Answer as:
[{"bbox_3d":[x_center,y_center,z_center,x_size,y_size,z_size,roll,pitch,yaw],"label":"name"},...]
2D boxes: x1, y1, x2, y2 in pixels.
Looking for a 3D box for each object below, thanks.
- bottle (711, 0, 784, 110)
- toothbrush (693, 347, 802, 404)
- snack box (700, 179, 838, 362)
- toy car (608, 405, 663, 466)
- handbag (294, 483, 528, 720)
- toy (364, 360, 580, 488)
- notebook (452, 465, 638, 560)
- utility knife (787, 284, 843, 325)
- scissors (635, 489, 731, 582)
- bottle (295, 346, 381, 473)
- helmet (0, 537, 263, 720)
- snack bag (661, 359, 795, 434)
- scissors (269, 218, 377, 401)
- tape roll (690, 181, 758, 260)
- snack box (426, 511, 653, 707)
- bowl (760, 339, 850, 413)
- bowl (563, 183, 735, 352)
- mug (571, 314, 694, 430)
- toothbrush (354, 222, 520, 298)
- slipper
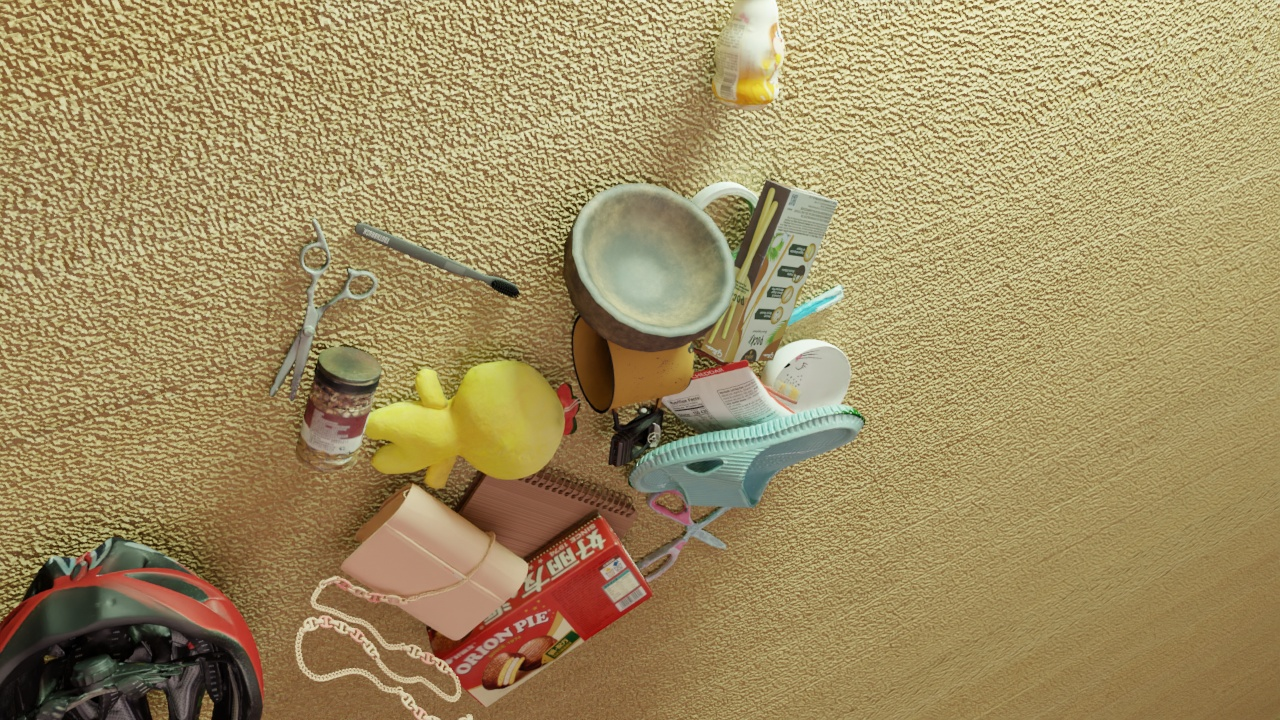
[{"bbox_3d":[0.100,-0.286,0.833,0.063,0.063,0.109,-9,121,-24],"label":"bottle"},{"bbox_3d":[0.096,0.005,1.002,0.184,0.015,0.016,24,107,-14],"label":"toothbrush"},{"bbox_3d":[0.135,-0.089,0.962,0.100,0.032,0.186,-2,118,-51],"label":"snack box"},{"bbox_3d":[-0.003,0.084,1.003,0.092,0.037,0.040,-32,136,-51],"label":"toy car"},{"bbox_3d":[-0.199,0.239,0.889,0.198,0.186,0.117,40,116,-21],"label":"handbag"},{"bbox_3d":[-0.161,0.067,0.895,0.207,0.092,0.134,-4,124,-3],"label":"toy"},{"bbox_3d":[-0.120,0.198,1.037,0.210,0.022,0.169,26,105,-37],"label":"notebook"},{"bbox_3d":[0.167,-0.047,1.045,0.148,0.015,0.022,-26,150,-11],"label":"utility knife"},{"bbox_3d":[0.046,0.221,1.148,0.175,0.013,0.170,-50,132,5],"label":"scissors"},{"bbox_3d":[-0.275,0.046,0.833,0.056,0.056,0.105,7,120,-31],"label":"bottle"},{"bbox_3d":[-0.456,0.288,0.817,0.217,0.167,0.272,-15,125,-20],"label":"helmet"},{"bbox_3d":[0.098,0.052,1.018,0.131,0.039,0.144,-15,141,35],"label":"snack bag"},{"bbox_3d":[-0.295,-0.041,0.801,0.159,0.014,0.120,-42,130,-4],"label":"scissors"},{"bbox_3d":[0.084,-0.137,0.944,0.093,0.018,0.094,-13,123,-21],"label":"tape roll"},{"bbox_3d":[-0.112,0.284,1.043,0.236,0.060,0.113,-33,130,-5],"label":"snack box"},{"bbox_3d":[0.184,0.022,1.074,0.114,0.050,0.115,-13,124,-21],"label":"bowl"},{"bbox_3d":[0.002,-0.079,0.859,0.162,0.162,0.070,-7,159,-25],"label":"bowl"},{"bbox_3d":[-0.005,0.006,0.926,0.094,0.101,0.124,-12,103,-24],"label":"mug"},{"bbox_3d":[-0.181,-0.090,0.835,0.167,0.013,0.013,22,106,-34],"label":"toothbrush"},{"bbox_3d":[0.115,0.115,1.012,0.276,0.069,0.116,-17,150,15],"label":"slipper"}]
